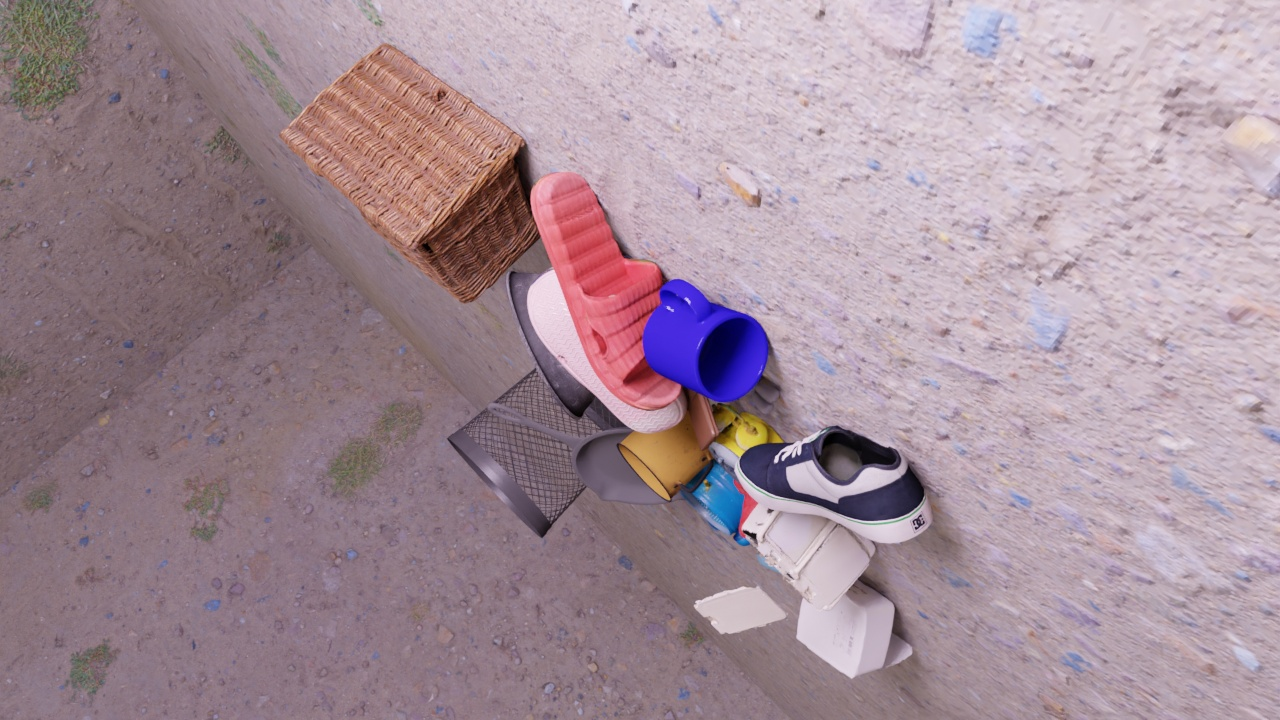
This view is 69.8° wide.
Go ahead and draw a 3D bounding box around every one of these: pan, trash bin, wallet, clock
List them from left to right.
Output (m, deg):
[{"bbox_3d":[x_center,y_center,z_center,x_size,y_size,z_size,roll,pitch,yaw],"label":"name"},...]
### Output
[{"bbox_3d":[-0.151,0.127,1.478,0.218,0.227,0.218,43,165,14],"label":"trash bin"},{"bbox_3d":[-0.098,-0.028,1.138,0.356,0.055,0.187,-52,-63,-82],"label":"pan"},{"bbox_3d":[-0.059,0.128,1.344,0.354,0.024,0.217,25,137,-18],"label":"pan"},{"bbox_3d":[0.057,0.031,0.973,0.087,0.013,0.121,106,148,-73],"label":"wallet"},{"bbox_3d":[0.114,0.195,1.250,0.161,0.060,0.117,52,165,-24],"label":"clock"},{"bbox_3d":[0.112,0.092,0.989,0.083,0.057,0.119,29,158,50],"label":"clock"}]

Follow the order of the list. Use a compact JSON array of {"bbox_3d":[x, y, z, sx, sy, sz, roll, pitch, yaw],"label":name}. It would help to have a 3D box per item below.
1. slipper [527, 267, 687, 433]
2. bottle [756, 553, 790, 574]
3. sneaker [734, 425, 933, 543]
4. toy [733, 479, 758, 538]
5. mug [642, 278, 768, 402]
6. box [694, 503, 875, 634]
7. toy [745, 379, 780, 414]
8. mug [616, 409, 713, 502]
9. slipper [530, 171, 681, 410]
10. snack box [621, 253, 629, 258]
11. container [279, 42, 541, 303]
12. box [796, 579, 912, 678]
[{"bbox_3d":[-0.027,-0.011,0.962,0.221,0.107,0.055,52,-151,-22],"label":"slipper"},{"bbox_3d":[0.204,0.275,1.253,0.040,0.040,0.130,50,165,-12],"label":"bottle"},{"bbox_3d":[0.160,0.093,0.833,0.236,0.084,0.079,9,126,61],"label":"sneaker"},{"bbox_3d":[0.157,0.180,1.068,0.133,0.088,0.094,39,175,31],"label":"toy"},{"bbox_3d":[0.051,-0.024,0.816,0.083,0.079,0.111,25,149,54],"label":"mug"},{"bbox_3d":[0.161,0.223,0.942,0.143,0.186,0.070,45,166,-24],"label":"box"},{"bbox_3d":[0.087,0.010,0.897,0.112,0.030,0.049,38,135,20],"label":"toy"},{"bbox_3d":[0.045,0.118,1.173,0.124,0.094,0.100,36,162,42],"label":"mug"},{"bbox_3d":[-0.020,-0.065,0.858,0.059,0.103,0.249,-15,106,42],"label":"slipper"},{"bbox_3d":[-0.018,-0.068,0.992,0.082,0.027,0.150,34,162,34],"label":"snack box"},{"bbox_3d":[-0.237,-0.194,1.023,0.250,0.162,0.183,39,169,27],"label":"container"},{"bbox_3d":[0.283,0.331,1.148,0.109,0.136,0.121,26,113,57],"label":"box"}]
